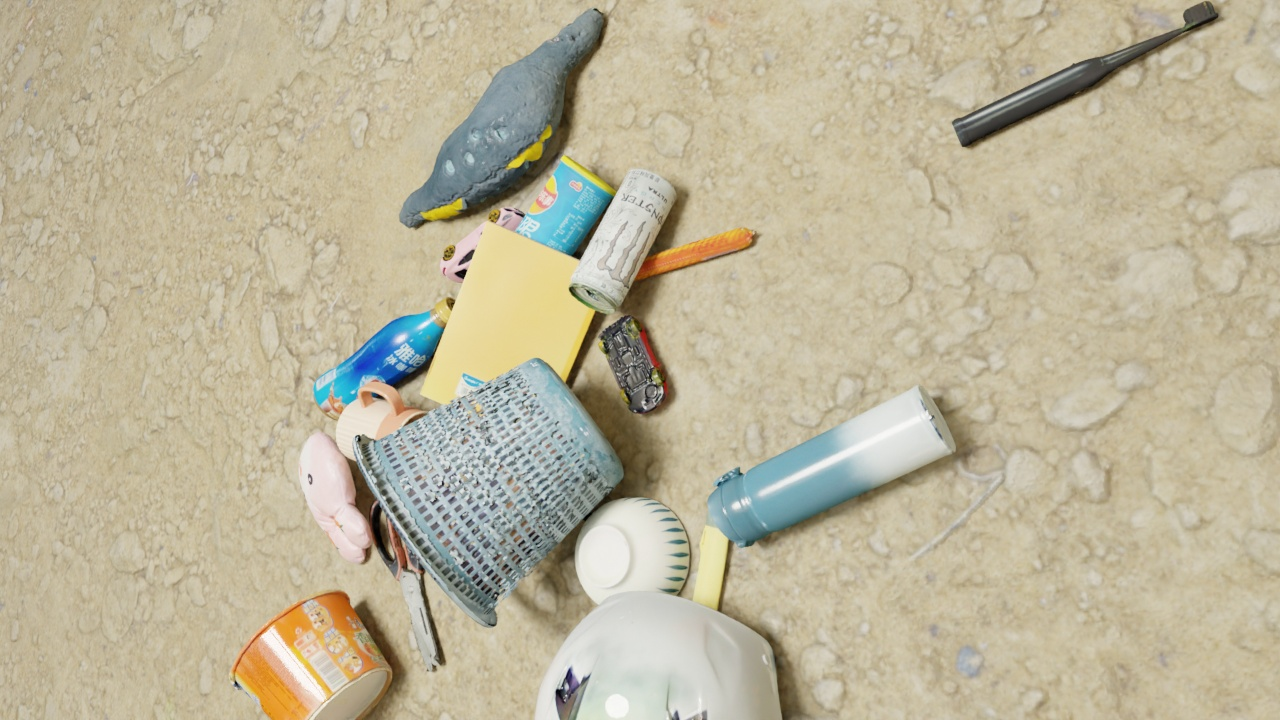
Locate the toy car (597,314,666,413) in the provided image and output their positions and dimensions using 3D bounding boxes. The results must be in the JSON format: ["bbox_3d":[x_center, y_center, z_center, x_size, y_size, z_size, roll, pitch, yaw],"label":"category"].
[{"bbox_3d":[-0.006,0.006,0.946,0.049,0.031,0.106,-34,63,21],"label":"toy car"}]

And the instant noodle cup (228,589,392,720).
[{"bbox_3d":[-0.359,0.349,1.023,0.111,0.151,0.151,40,101,22],"label":"instant noodle cup"}]

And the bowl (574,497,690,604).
[{"bbox_3d":[-0.018,0.190,0.894,0.117,0.066,0.116,-7,76,30],"label":"bowl"}]

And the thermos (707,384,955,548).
[{"bbox_3d":[0.161,0.096,0.809,0.221,0.070,0.070,-29,66,22],"label":"thermos"}]

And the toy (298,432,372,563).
[{"bbox_3d":[-0.367,0.165,1.102,0.159,0.054,0.122,57,142,20],"label":"toy"}]

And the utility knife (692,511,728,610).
[{"bbox_3d":[0.060,0.225,0.870,0.031,0.018,0.162,9,83,36],"label":"utility knife"}]

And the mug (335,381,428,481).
[{"bbox_3d":[-0.293,0.077,1.060,0.106,0.081,0.115,11,127,34],"label":"mug"}]

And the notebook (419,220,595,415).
[{"bbox_3d":[-0.137,-0.028,0.989,0.146,0.010,0.206,23,101,1],"label":"notebook"}]

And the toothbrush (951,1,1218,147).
[{"bbox_3d":[0.372,-0.242,0.778,0.213,0.026,0.027,-24,82,24],"label":"toothbrush"}]

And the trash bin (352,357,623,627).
[{"bbox_3d":[-0.132,0.111,0.896,0.195,0.227,0.226,-36,61,-8],"label":"trash bin"}]

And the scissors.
[{"bbox_3d":[-0.256,0.241,1.055,0.207,0.015,0.193,27,93,32],"label":"scissors"}]

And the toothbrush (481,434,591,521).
[{"bbox_3d":[-0.114,0.122,0.998,0.186,0.012,0.017,32,86,32],"label":"toothbrush"}]

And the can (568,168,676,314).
[{"bbox_3d":[-0.018,-0.123,0.944,0.058,0.058,0.146,17,72,32],"label":"can"}]

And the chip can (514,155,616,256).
[{"bbox_3d":[-0.114,-0.120,1.014,0.071,0.071,0.210,42,102,30],"label":"chip can"}]

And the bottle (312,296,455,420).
[{"bbox_3d":[-0.301,-0.006,1.106,0.219,0.065,0.065,-34,65,19],"label":"bottle"}]

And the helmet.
[{"bbox_3d":[0.002,0.338,0.785,0.229,0.145,0.258,11,94,23],"label":"helmet"}]

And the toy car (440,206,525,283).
[{"bbox_3d":[-0.179,-0.130,1.064,0.123,0.056,0.037,-35,60,20],"label":"toy car"}]

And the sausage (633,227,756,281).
[{"bbox_3d":[0.044,-0.108,0.947,0.165,0.021,0.021,-14,73,27],"label":"sausage"}]

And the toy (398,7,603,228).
[{"bbox_3d":[-0.164,-0.267,1.073,0.357,0.091,0.137,-44,34,14],"label":"toy"}]
